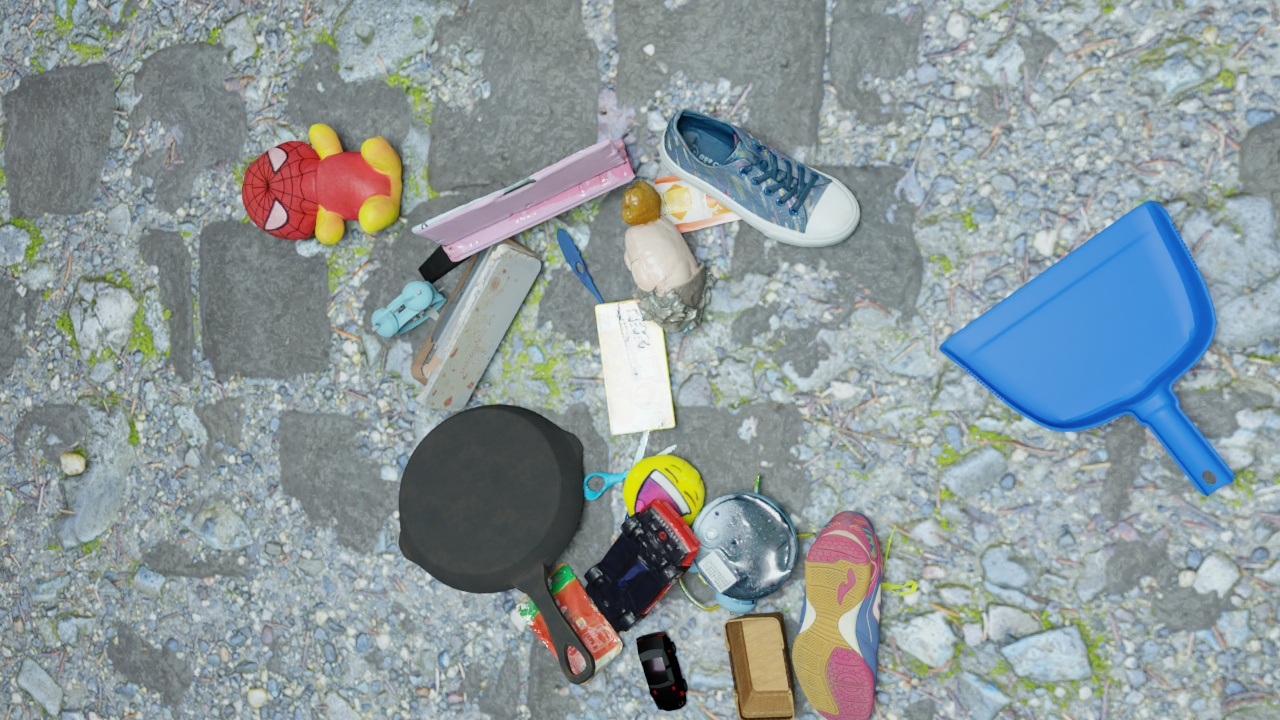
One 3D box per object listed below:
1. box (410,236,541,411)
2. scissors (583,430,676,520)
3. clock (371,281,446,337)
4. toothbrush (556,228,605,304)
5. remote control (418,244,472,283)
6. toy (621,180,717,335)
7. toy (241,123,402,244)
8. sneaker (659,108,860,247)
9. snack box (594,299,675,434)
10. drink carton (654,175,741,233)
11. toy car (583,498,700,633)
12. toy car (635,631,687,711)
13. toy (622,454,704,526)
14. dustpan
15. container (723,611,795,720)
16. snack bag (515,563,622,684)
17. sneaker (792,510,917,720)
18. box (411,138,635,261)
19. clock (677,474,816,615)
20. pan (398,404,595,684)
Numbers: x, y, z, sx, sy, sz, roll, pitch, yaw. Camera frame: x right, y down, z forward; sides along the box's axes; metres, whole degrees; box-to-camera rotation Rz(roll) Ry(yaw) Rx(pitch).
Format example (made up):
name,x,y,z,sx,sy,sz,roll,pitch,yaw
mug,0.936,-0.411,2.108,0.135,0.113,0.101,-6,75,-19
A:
name,x,y,z,sx,sy,sz,roll,pitch,yaw
box,-0.206,-0.052,1.110,0.107,0.094,0.216,40,104,41
scissors,-0.001,0.142,1.076,0.132,0.015,0.110,-36,78,9
clock,-0.280,-0.060,1.106,0.087,0.123,0.042,-36,90,15
toothbrush,-0.067,-0.102,1.091,0.021,0.016,0.132,-34,81,23
remote control,-0.229,-0.141,1.147,0.125,0.010,0.039,-37,80,16
toy,0.018,-0.108,0.999,0.076,0.132,0.176,-14,104,26
toy,-0.403,-0.216,1.158,0.216,0.098,0.147,2,81,17
sneaker,0.124,-0.196,0.978,0.235,0.079,0.087,28,83,8
snack box,-0.006,0.006,1.057,0.075,0.025,0.152,-7,88,2
drink carton,0.081,-0.185,1.035,0.122,0.039,0.069,-12,86,12
toy car,-0.001,0.233,1.027,0.081,0.056,0.190,50,131,20
toy car,0.024,0.360,1.056,0.042,0.036,0.091,-19,85,17
toy,0.027,0.152,1.043,0.094,0.041,0.095,-38,96,4
dustpan,0.474,0.017,0.894,0.246,0.059,0.257,-38,81,15
container,0.134,0.329,1.004,0.063,0.061,0.114,-9,90,18
snack bag,-0.092,0.306,1.096,0.087,0.044,0.155,-46,73,8
sneaker,0.226,0.274,0.975,0.116,0.090,0.242,6,112,23
box,-0.120,-0.176,1.015,0.233,0.179,0.059,-23,100,10
clock,0.105,0.213,1.015,0.162,0.060,0.118,-44,77,14
pan,-0.150,0.205,1.052,0.248,0.043,0.356,-32,68,-2
